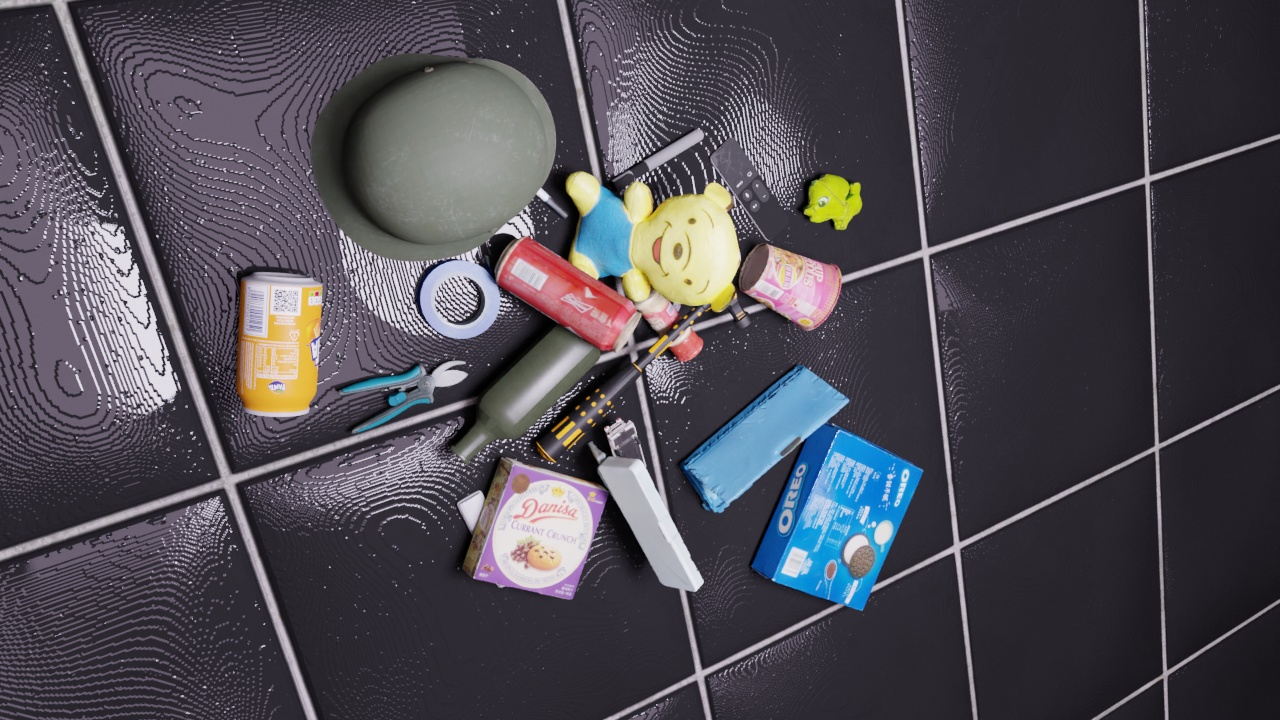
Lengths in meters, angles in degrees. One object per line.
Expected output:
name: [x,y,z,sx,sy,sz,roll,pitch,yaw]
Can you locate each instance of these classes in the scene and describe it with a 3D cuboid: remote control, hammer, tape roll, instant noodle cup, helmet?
remote control: [-0.186,0.223,1.137,0.033,0.012,0.131,-29,112,-19]
hammer: [-0.007,0.007,1.142,0.320,0.036,0.123,-42,114,-3]
tape roll: [-0.210,-0.071,1.064,0.093,0.016,0.091,-16,107,-23]
instant noodle cup: [0.195,-0.104,1.223,0.108,0.098,0.097,22,90,-21]
helmet: [-0.196,-0.217,0.964,0.267,0.154,0.227,-27,111,-20]
remote control: [0.146,-0.226,1.216,0.045,0.008,0.146,-46,116,-12]

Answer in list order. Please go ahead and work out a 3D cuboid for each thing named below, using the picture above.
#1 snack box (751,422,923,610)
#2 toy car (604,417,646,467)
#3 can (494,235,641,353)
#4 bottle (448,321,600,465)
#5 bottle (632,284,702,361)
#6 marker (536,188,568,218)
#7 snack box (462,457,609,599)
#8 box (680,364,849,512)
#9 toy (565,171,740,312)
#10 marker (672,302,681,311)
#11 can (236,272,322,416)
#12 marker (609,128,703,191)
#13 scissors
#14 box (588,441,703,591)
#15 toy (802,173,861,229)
snack box: [0.293,0.231,1.351,0.195,0.056,0.239,25,88,-31]
toy car: [-0.019,0.120,1.182,0.039,0.039,0.113,-33,140,-17]
can: [-0.084,-0.076,1.057,0.170,0.067,0.067,32,84,5]
bottle: [-0.141,0.041,1.090,0.206,0.071,0.071,-45,116,-12]
bottle: [0.035,-0.048,1.177,0.044,0.044,0.109,-47,116,-11]
marker: [-0.140,-0.217,1.074,0.152,0.011,0.011,40,81,-27]
snack box: [-0.128,0.209,1.137,0.143,0.041,0.148,21,86,-32]
box: [0.177,0.112,1.247,0.231,0.102,0.094,-37,113,-16]
toy: [0.018,-0.141,1.082,0.214,0.083,0.149,9,109,15]
marker: [0.069,-0.128,1.195,0.012,0.013,0.142,22,90,-28]
can: [-0.376,-0.018,0.956,0.079,0.079,0.142,2,99,-27]
marker: [0.021,-0.251,1.145,0.140,0.016,0.016,-34,113,-17]
scissors: [-0.275,0.038,1.053,0.128,0.019,0.153,31,84,-30]
box: [0.000,0.198,1.154,0.049,0.136,0.197,-33,113,-20]
toy: [0.267,-0.218,1.265,0.094,0.036,0.093,-47,123,-12]
